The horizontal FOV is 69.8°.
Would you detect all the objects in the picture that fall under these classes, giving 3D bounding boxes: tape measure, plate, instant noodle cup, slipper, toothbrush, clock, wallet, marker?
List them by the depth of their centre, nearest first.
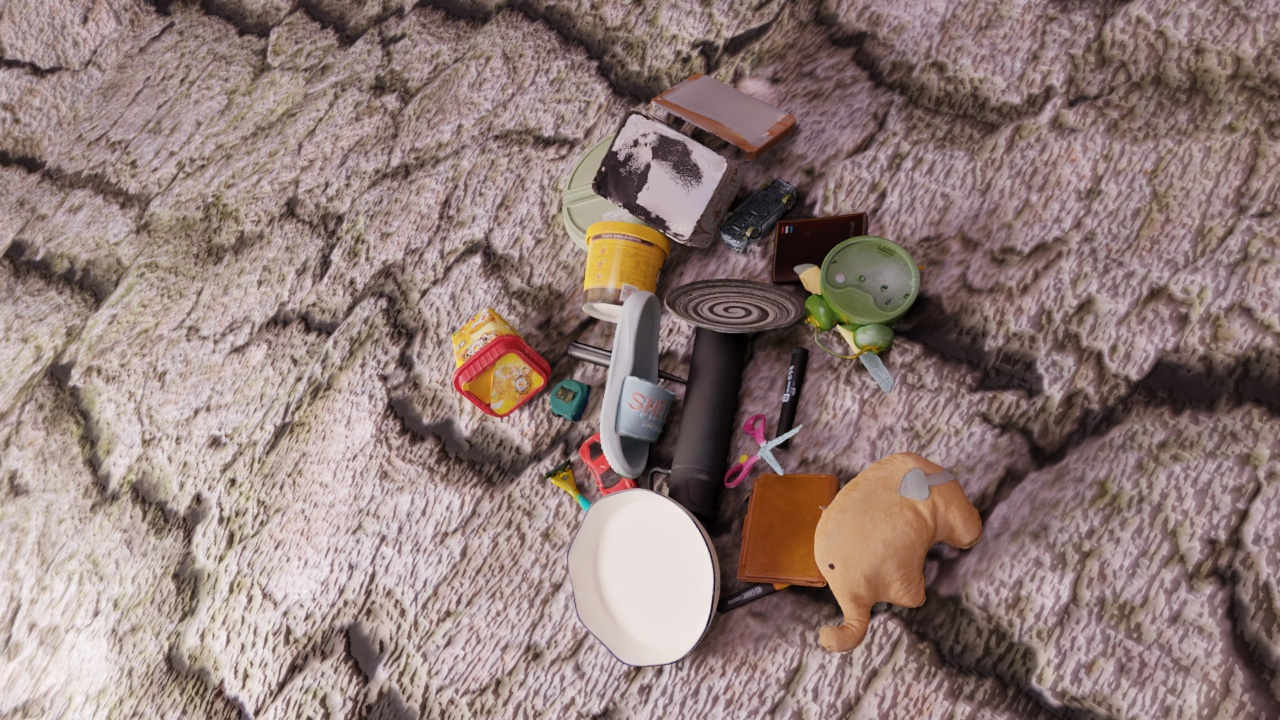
[{"bbox_3d":[0.141,0.260,1.049,0.124,0.015,0.018,-28,55,13],"label":"marker"},{"bbox_3d":[0.162,0.191,1.052,0.119,0.035,0.130,-5,54,29],"label":"wallet"},{"bbox_3d":[0.006,0.250,1.070,0.205,0.045,0.205,-1,88,34],"label":"plate"},{"bbox_3d":[0.265,-0.074,1.103,0.116,0.056,0.161,27,73,17],"label":"clock"},{"bbox_3d":[0.186,0.046,1.128,0.020,0.022,0.131,0,66,35],"label":"marker"},{"bbox_3d":[0.118,-0.065,1.159,0.179,0.024,0.179,1,25,-1],"label":"plate"},{"bbox_3d":[0.007,0.031,1.168,0.074,0.104,0.245,2,77,23],"label":"slipper"},{"bbox_3d":[0.234,-0.147,1.200,0.122,0.020,0.096,-2,65,24],"label":"wallet"},{"bbox_3d":[-0.007,0.007,1.245,0.213,0.026,0.027,14,72,29],"label":"toothbrush"},{"bbox_3d":[-0.025,-0.117,1.265,0.119,0.118,0.114,3,75,28],"label":"instant noodle cup"},{"bbox_3d":[-0.100,0.054,1.270,0.054,0.025,0.058,16,74,32],"label":"tape measure"},{"bbox_3d":[-0.207,-0.003,1.309,0.116,0.116,0.123,-38,43,6],"label":"instant noodle cup"},{"bbox_3d":[-0.021,-0.262,1.383,0.231,0.027,0.229,-12,61,23],"label":"plate"}]

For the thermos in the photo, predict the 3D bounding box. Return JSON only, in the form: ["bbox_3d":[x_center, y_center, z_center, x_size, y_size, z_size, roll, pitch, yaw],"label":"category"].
[{"bbox_3d":[0.071,0.073,1.140,0.090,0.068,0.242,9,69,10],"label":"thermos"}]

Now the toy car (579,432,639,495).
[{"bbox_3d":[-0.041,0.141,1.194,0.049,0.031,0.106,-38,57,8],"label":"toy car"}]

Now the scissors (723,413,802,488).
[{"bbox_3d":[0.146,0.103,1.096,0.134,0.017,0.131,-40,28,38],"label":"scissors"}]

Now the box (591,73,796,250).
[{"bbox_3d":[0.073,-0.293,1.273,0.179,0.133,0.271,33,76,21],"label":"box"}]

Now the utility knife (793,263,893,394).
[{"bbox_3d":[0.252,-0.045,1.132,0.031,0.021,0.208,-33,58,8],"label":"utility knife"}]

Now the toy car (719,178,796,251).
[{"bbox_3d":[0.162,-0.200,1.253,0.120,0.037,0.054,-44,54,-10],"label":"toy car"}]

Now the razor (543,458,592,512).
[{"bbox_3d":[-0.074,0.180,1.193,0.043,0.028,0.132,-29,47,-26],"label":"razor"}]

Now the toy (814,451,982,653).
[{"bbox_3d":[0.251,0.201,0.977,0.143,0.082,0.226,41,88,22],"label":"toy"}]
